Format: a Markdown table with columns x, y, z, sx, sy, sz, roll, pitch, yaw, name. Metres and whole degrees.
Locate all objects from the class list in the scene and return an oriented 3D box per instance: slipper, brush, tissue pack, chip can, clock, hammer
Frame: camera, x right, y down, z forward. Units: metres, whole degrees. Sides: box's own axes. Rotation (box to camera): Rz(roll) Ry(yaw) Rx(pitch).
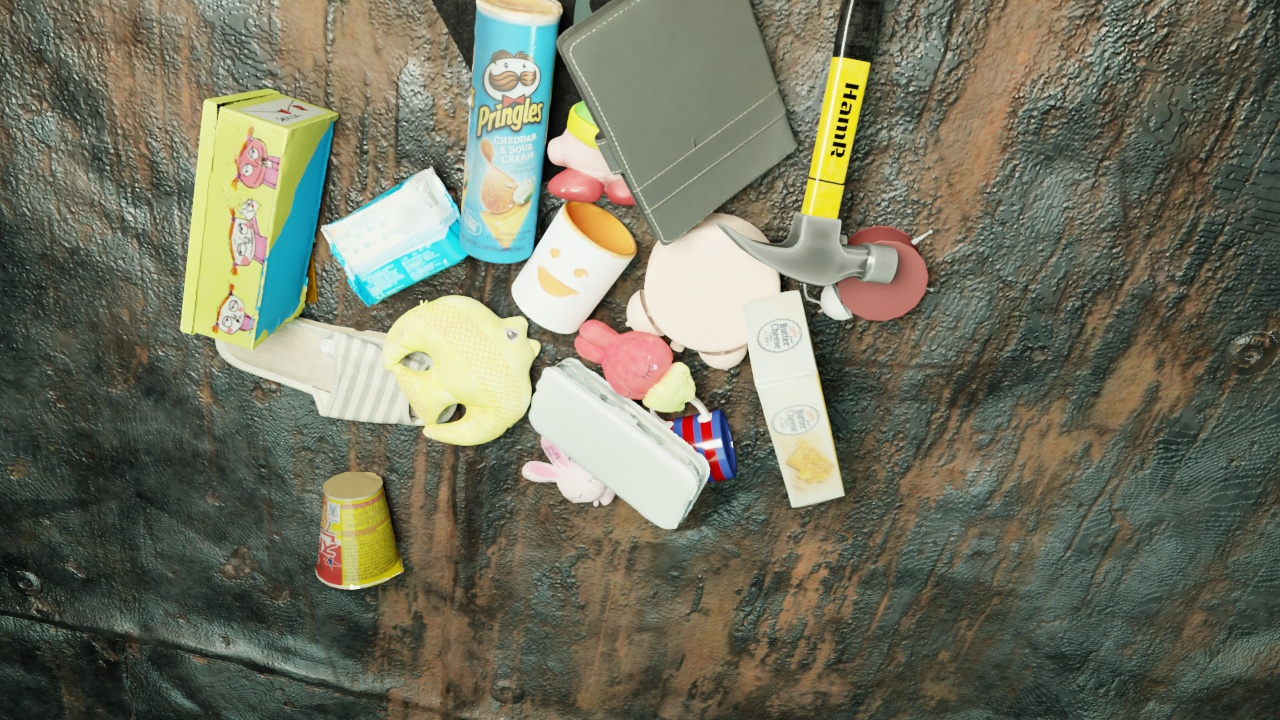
| x | y | z | sx | sy | sz | roll | pitch | yaw | name |
| --- | --- | --- | --- | --- | --- | --- | --- | --- | --- |
| -0.331 | 0.009 | 0.997 | 0.272 | 0.053 | 0.115 | 16 | 125 | -3 | slipper |
| -0.361 | -0.117 | 0.945 | 0.048 | 0.017 | 0.127 | 7 | 120 | 2 | brush |
| -0.238 | -0.122 | 0.903 | 0.145 | 0.061 | 0.093 | -24 | 113 | 16 | tissue pack |
| -0.119 | -0.203 | 0.816 | 0.080 | 0.079 | 0.230 | 12 | 122 | -1 | chip can |
| 0.220 | -0.083 | 0.884 | 0.125 | 0.044 | 0.087 | -6 | 119 | 10 | clock |
| 0.167 | -0.223 | 0.774 | 0.169 | 0.034 | 0.325 | 5 | 106 | -17 | hammer |
| 0.069 | -0.069 | 0.893 | 0.131 | 0.086 | 0.161 | 24 | 126 | -8 | clock |

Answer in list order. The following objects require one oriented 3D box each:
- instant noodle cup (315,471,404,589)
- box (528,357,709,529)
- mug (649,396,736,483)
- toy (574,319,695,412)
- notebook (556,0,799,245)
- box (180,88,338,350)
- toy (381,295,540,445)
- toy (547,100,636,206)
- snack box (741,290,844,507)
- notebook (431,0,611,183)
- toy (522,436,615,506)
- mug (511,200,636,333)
| x | y | z | sx | sy | sz | roll | pitch | yaw | name |
| --- | --- | --- | --- | --- | --- | --- | --- | --- | --- |
| -0.338 | 0.195 | 1.084 | 0.100 | 0.100 | 0.112 | 3 | 112 | 5 | instant noodle cup |
| -0.023 | 0.084 | 0.959 | 0.214 | 0.062 | 0.118 | 33 | 127 | 18 | box |
| 0.053 | 0.081 | 0.980 | 0.076 | 0.074 | 0.112 | -13 | 116 | 13 | mug |
| -0.005 | 0.005 | 0.917 | 0.135 | 0.045 | 0.092 | 34 | 139 | -9 | toy |
| 0.038 | -0.216 | 0.766 | 0.169 | 0.029 | 0.209 | -35 | 129 | -6 | notebook |
| -0.358 | -0.132 | 0.861 | 0.079 | 0.124 | 0.221 | 20 | 114 | -3 | box |
| -0.181 | 0.006 | 0.960 | 0.155 | 0.064 | 0.170 | -27 | 112 | -1 | toy |
| -0.018 | -0.201 | 0.799 | 0.124 | 0.096 | 0.131 | 6 | 103 | -3 | toy |
| 0.151 | 0.043 | 0.894 | 0.057 | 0.104 | 0.208 | -13 | 137 | 10 | snack box |
| -0.076 | -0.290 | 0.814 | 0.169 | 0.019 | 0.231 | -20 | 116 | 18 | notebook |
| -0.075 | 0.130 | 1.039 | 0.110 | 0.047 | 0.064 | 27 | 110 | -6 | toy |
| -0.065 | -0.090 | 0.890 | 0.082 | 0.082 | 0.105 | 32 | 118 | -12 | mug |
